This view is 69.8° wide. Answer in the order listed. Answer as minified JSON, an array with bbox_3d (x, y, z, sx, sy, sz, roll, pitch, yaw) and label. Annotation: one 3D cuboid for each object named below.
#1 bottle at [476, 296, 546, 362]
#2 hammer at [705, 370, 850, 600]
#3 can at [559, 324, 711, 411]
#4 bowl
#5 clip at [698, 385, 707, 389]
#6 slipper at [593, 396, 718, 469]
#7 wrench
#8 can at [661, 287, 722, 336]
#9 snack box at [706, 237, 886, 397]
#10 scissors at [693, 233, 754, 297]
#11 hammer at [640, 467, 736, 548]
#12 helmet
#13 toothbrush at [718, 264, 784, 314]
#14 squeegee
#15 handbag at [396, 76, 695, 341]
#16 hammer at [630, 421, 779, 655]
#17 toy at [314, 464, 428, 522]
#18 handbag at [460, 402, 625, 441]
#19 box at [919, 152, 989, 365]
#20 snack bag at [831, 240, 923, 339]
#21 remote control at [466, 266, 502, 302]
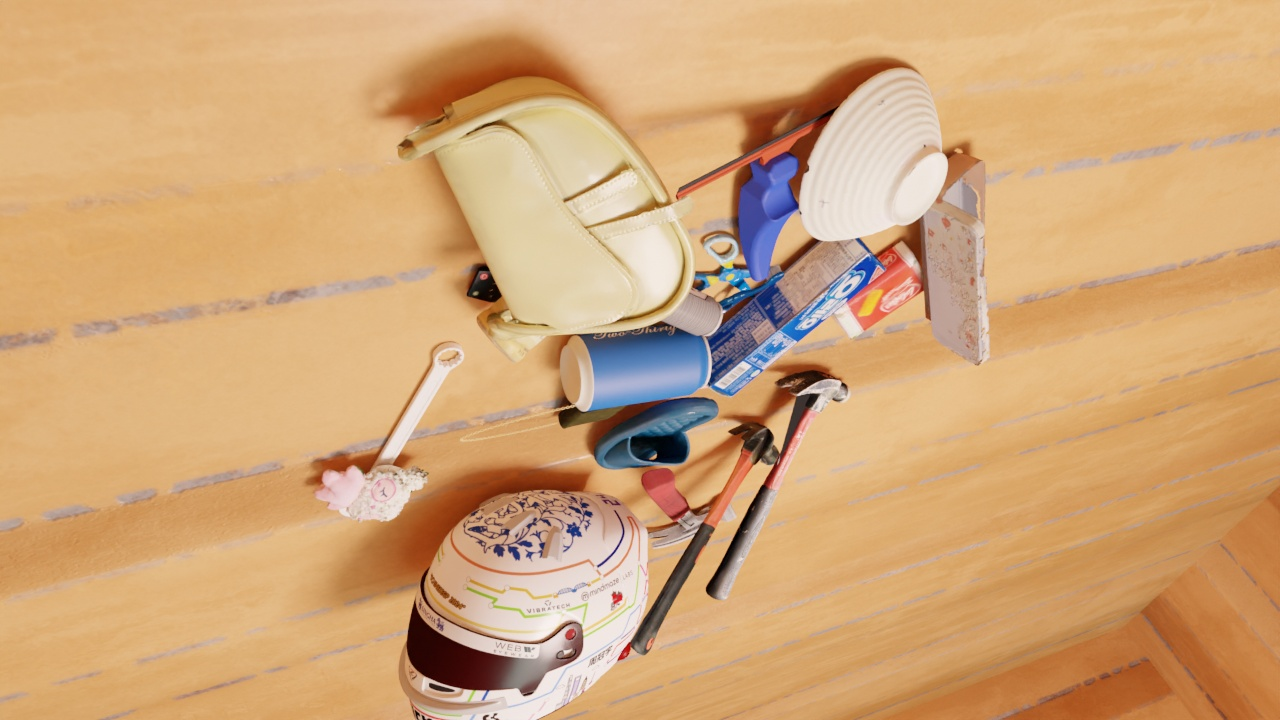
[{"bbox_3d":[-0.073,-0.070,0.838,0.162,0.056,0.056,-41,143,-1],"label":"bottle"},{"bbox_3d":[0.162,0.162,1.181,0.140,0.036,0.326,17,101,-51],"label":"hammer"},{"bbox_3d":[-0.006,0.006,0.964,0.146,0.079,0.079,-8,139,-24],"label":"can"},{"bbox_3d":[0.236,-0.176,0.860,0.177,0.071,0.178,-28,141,-26],"label":"bowl"},{"bbox_3d":[0.072,0.019,1.078,0.058,0.022,0.037,-5,136,-35],"label":"clip"},{"bbox_3d":[0.015,0.094,1.065,0.103,0.059,0.214,-1,158,-28],"label":"slipper"},{"bbox_3d":[-0.252,0.079,0.963,0.047,0.009,0.274,9,131,-38],"label":"wrench"},{"bbox_3d":[0.032,-0.059,0.926,0.106,0.044,0.044,21,123,-33],"label":"can"},{"bbox_3d":[0.157,-0.052,1.006,0.227,0.059,0.059,-42,146,18],"label":"snack box"},{"bbox_3d":[0.097,-0.099,0.959,0.131,0.019,0.105,-3,143,-28],"label":"scissors"},{"bbox_3d":[0.045,0.192,1.205,0.126,0.036,0.316,-26,156,3],"label":"hammer"},{"bbox_3d":[-0.136,0.273,1.078,0.313,0.231,0.236,-17,116,-34],"label":"helmet"},{"bbox_3d":[0.100,-0.064,0.986,0.133,0.016,0.021,-33,151,31],"label":"toothbrush"},{"bbox_3d":[0.121,-0.148,0.877,0.248,0.055,0.185,-31,146,-23],"label":"squeegee"},{"bbox_3d":[-0.063,-0.115,0.730,0.190,0.088,0.233,-28,126,-7],"label":"handbag"},{"bbox_3d":[0.081,0.224,1.173,0.332,0.033,0.133,-58,150,-16],"label":"hammer"},{"bbox_3d":[-0.291,0.142,0.975,0.108,0.041,0.096,15,128,-35],"label":"toy"},{"bbox_3d":[-0.107,0.062,0.990,0.177,0.027,0.084,-12,168,-25],"label":"handbag"},{"bbox_3d":[0.357,-0.108,0.998,0.104,0.096,0.216,-44,140,-19],"label":"box"},{"bbox_3d":[0.274,-0.080,1.066,0.116,0.036,0.077,-35,142,12],"label":"snack bag"},{"bbox_3d":[-0.103,-0.068,0.874,0.124,0.010,0.039,5,133,-35],"label":"remote control"}]
